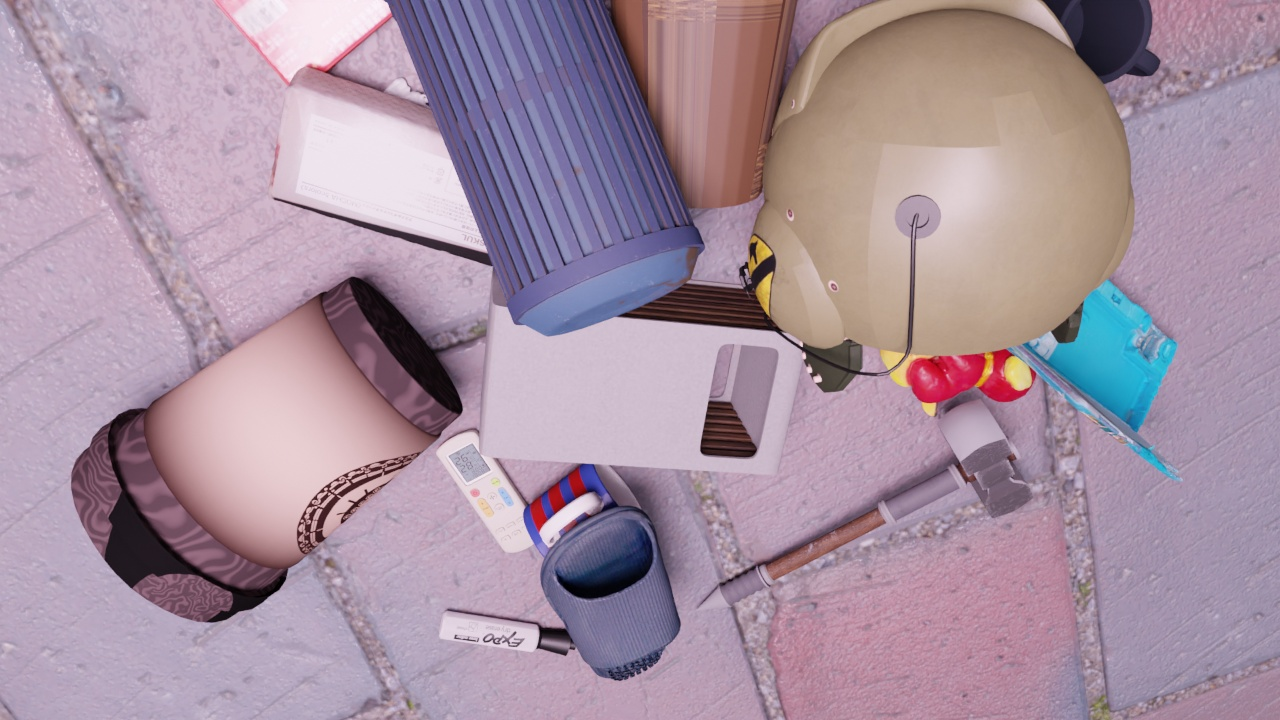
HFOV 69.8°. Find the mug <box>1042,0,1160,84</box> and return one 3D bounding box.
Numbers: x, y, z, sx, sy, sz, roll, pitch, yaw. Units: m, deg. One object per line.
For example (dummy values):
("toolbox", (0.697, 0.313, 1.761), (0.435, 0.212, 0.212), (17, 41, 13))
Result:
("mug", (0.334, -0.238, 0.681), (0.105, 0.077, 0.071), (20, 108, -16))

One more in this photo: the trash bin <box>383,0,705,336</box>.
("trash bin", (-0.060, -0.148, 0.572), (0.139, 0.139, 0.249), (-22, 87, 1))

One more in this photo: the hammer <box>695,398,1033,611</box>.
("hammer", (0.189, 0.156, 0.833), (0.323, 0.043, 0.156), (-31, 137, 13))

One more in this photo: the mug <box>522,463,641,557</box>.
("mug", (-0.052, 0.131, 0.761), (0.076, 0.112, 0.075), (-38, 77, 7))

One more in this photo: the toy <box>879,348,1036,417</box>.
("toy", (0.269, 0.001, 0.782), (0.137, 0.067, 0.106), (18, 111, -7))

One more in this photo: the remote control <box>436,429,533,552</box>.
("remote control", (-0.129, 0.113, 0.790), (0.038, 0.018, 0.125), (-28, 113, 3))

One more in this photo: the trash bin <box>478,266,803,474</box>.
("trash bin", (-0.004, 0.004, 0.710), (0.228, 0.114, 0.115), (5, 111, -11))

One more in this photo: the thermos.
("thermos", (-0.260, 0.057, 0.672), (0.226, 0.172, 0.173), (-37, 113, 1))

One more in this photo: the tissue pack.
("tissue pack", (-0.162, -0.143, 0.660), (0.181, 0.071, 0.104), (17, 124, -13))

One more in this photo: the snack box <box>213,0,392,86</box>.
("snack box", (-0.213, -0.258, 0.621), (0.133, 0.021, 0.089), (-36, 113, 7))

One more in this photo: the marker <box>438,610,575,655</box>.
("marker", (-0.121, 0.252, 0.844), (0.126, 0.025, 0.025), (13, 110, -14))

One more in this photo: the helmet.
("helmet", (0.187, -0.117, 0.598), (0.250, 0.255, 0.233), (-12, 122, -5))

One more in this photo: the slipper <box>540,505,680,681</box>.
("slipper", (-0.015, 0.223, 0.768), (0.101, 0.082, 0.264), (-20, 139, -10))

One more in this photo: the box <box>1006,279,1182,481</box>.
("box", (0.366, 0.012, 0.742), (0.227, 0.172, 0.084), (27, 146, -34))

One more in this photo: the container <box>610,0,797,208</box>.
("container", (0.041, -0.201, 0.630), (0.132, 0.132, 0.167), (-3, 118, -8))
